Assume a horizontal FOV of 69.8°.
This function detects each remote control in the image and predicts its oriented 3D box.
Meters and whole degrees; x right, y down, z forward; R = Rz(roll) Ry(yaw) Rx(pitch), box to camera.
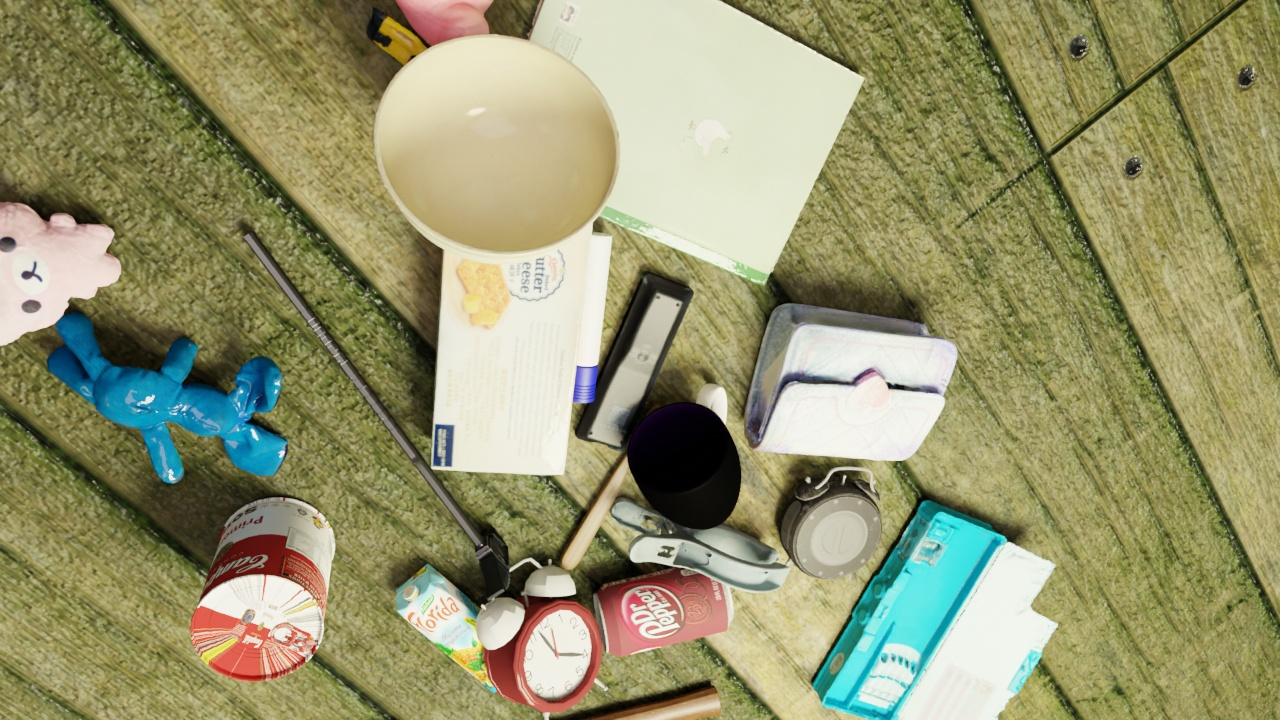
[{"bbox_3d":[-0.004,0.004,0.745,0.047,0.022,0.150,18,104,-20],"label":"remote control"}]

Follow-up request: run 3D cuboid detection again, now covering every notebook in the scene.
[{"bbox_3d":[0.027,-0.181,0.694,0.252,0.010,0.182,20,103,-20],"label":"notebook"}]

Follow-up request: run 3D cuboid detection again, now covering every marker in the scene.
[{"bbox_3d":[-0.041,-0.034,0.721,0.023,0.027,0.133,3,106,-15],"label":"marker"}]

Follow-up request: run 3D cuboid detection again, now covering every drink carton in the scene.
[{"bbox_3d":[-0.153,0.227,0.778,0.044,0.038,0.129,-39,115,2],"label":"drink carton"}]

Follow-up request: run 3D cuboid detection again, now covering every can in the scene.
[{"bbox_3d":[0.020,0.218,0.806,0.114,0.063,0.063,-10,111,-11],"label":"can"},{"bbox_3d":[-0.276,0.166,0.682,0.086,0.116,0.087,-5,110,-13],"label":"can"}]

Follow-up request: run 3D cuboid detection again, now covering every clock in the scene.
[{"bbox_3d":[0.171,0.145,0.830,0.091,0.044,0.123,4,107,-16],"label":"clock"},{"bbox_3d":[-0.085,0.235,0.772,0.096,0.048,0.137,-28,104,-40],"label":"clock"}]

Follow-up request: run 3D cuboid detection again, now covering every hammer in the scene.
[{"bbox_3d":[-0.082,0.355,0.848,0.322,0.033,0.115,-10,110,-11],"label":"hammer"},{"bbox_3d":[-0.193,0.044,0.689,0.015,0.095,0.325,-33,107,-1],"label":"hammer"}]

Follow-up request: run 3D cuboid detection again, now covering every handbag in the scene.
[{"bbox_3d":[0.177,0.026,0.778,0.158,0.069,0.127,6,109,-19],"label":"handbag"}]

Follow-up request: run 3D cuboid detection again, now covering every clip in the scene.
[{"bbox_3d":[0.049,0.157,0.804,0.163,0.107,0.028,19,102,-24],"label":"clip"}]

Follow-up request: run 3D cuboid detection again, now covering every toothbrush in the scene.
[{"bbox_3d":[-0.024,0.110,0.782,0.016,0.016,0.167,26,102,-20],"label":"toothbrush"}]

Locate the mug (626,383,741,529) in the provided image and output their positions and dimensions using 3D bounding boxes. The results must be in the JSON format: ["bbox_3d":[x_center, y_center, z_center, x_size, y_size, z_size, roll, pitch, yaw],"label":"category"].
[{"bbox_3d":[0.048,0.081,0.759,0.118,0.085,0.100,-66,151,-27],"label":"mug"}]

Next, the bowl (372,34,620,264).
[{"bbox_3d":[-0.093,-0.125,0.596,0.150,0.075,0.150,3,74,-10],"label":"bowl"}]

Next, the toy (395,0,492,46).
[{"bbox_3d":[-0.093,-0.305,0.577,0.142,0.084,0.213,35,101,-34],"label":"toy"}]

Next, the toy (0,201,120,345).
[{"bbox_3d":[-0.397,-0.064,0.605,0.095,0.053,0.099,-13,111,-22],"label":"toy"}]

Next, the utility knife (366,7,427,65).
[{"bbox_3d":[-0.120,-0.185,0.640,0.163,0.031,0.017,33,64,-19],"label":"utility knife"}]

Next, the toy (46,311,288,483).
[{"bbox_3d":[-0.326,0.022,0.647,0.176,0.071,0.113,26,112,-22],"label":"toy"}]

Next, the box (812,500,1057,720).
[{"bbox_3d":[0.298,0.266,0.900,0.185,0.056,0.227,24,102,-11],"label":"box"}]

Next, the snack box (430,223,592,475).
[{"bbox_3d":[-0.100,-0.019,0.690,0.104,0.057,0.208,4,109,-11],"label":"snack box"}]
